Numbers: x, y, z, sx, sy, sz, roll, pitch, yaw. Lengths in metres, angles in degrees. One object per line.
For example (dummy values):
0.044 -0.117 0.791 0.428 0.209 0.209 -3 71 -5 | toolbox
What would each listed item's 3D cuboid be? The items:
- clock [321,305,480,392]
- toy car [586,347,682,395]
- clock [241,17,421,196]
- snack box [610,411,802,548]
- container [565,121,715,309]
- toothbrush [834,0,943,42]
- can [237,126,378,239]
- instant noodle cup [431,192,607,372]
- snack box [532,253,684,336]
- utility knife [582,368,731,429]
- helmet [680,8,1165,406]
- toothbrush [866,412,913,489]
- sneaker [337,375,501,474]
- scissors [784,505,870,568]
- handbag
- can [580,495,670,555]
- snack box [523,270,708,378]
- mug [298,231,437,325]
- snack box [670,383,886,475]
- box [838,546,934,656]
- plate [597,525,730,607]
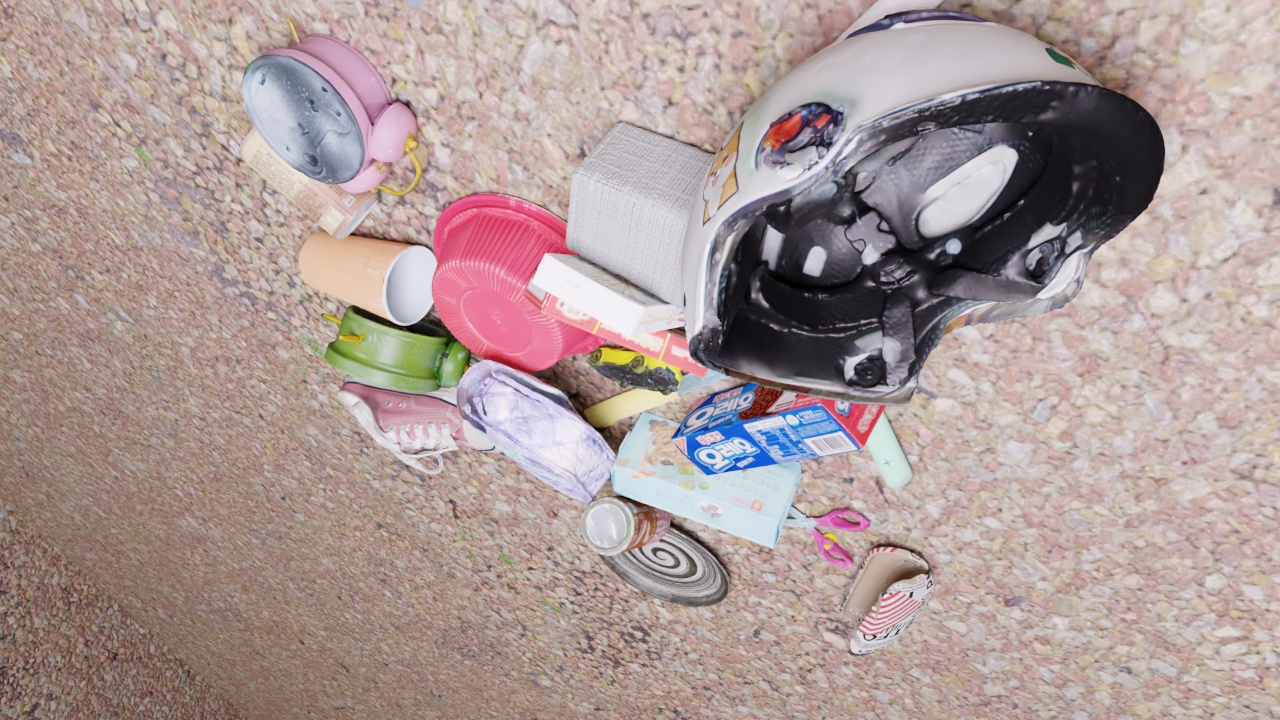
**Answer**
-0.233 -0.010 0.919 0.161 0.056 0.116 14 -170 -32 | clock
-0.005 0.005 0.855 0.105 0.032 0.048 6 154 47 | toy car
-0.252 -0.200 0.772 0.158 0.059 0.117 44 139 -15 | clock
0.065 0.116 0.903 0.175 0.074 0.052 17 140 16 | snack box
0.012 -0.110 0.680 0.114 0.090 0.090 26 141 11 | container
0.142 -0.197 0.546 0.222 0.026 0.026 -36 68 49 | toothbrush
-0.301 -0.168 0.837 0.116 0.058 0.059 42 140 -15 | can
-0.118 -0.057 0.839 0.194 0.065 0.194 17 139 15 | instant noodle cup
-0.015 -0.052 0.714 0.085 0.156 0.027 29 103 13 | snack box
0.008 0.038 0.899 0.031 0.022 0.221 45 146 -19 | utility knife
0.139 -0.099 0.545 0.229 0.156 0.275 13 139 -31 | helmet
0.181 0.027 0.769 0.027 0.026 0.224 -2 132 41 | toothbrush
-0.258 0.074 1.054 0.241 0.087 0.118 12 138 23 | sneaker
0.177 0.166 0.936 0.133 0.017 0.131 40 143 -6 | scissors
-0.094 0.073 0.899 0.134 0.075 0.194 29 168 14 | handbag
-0.013 0.170 0.965 0.058 0.058 0.147 16 179 18 | can
-0.018 -0.030 0.763 0.152 0.025 0.075 22 -174 -22 | snack box
-0.269 -0.087 0.900 0.123 0.078 0.078 17 140 25 | mug
0.111 0.054 0.794 0.057 0.058 0.208 45 148 -15 | snack box
0.251 0.242 0.952 0.075 0.083 0.164 -11 140 -13 | box
0.025 0.236 1.104 0.179 0.024 0.180 17 142 14 | plate
